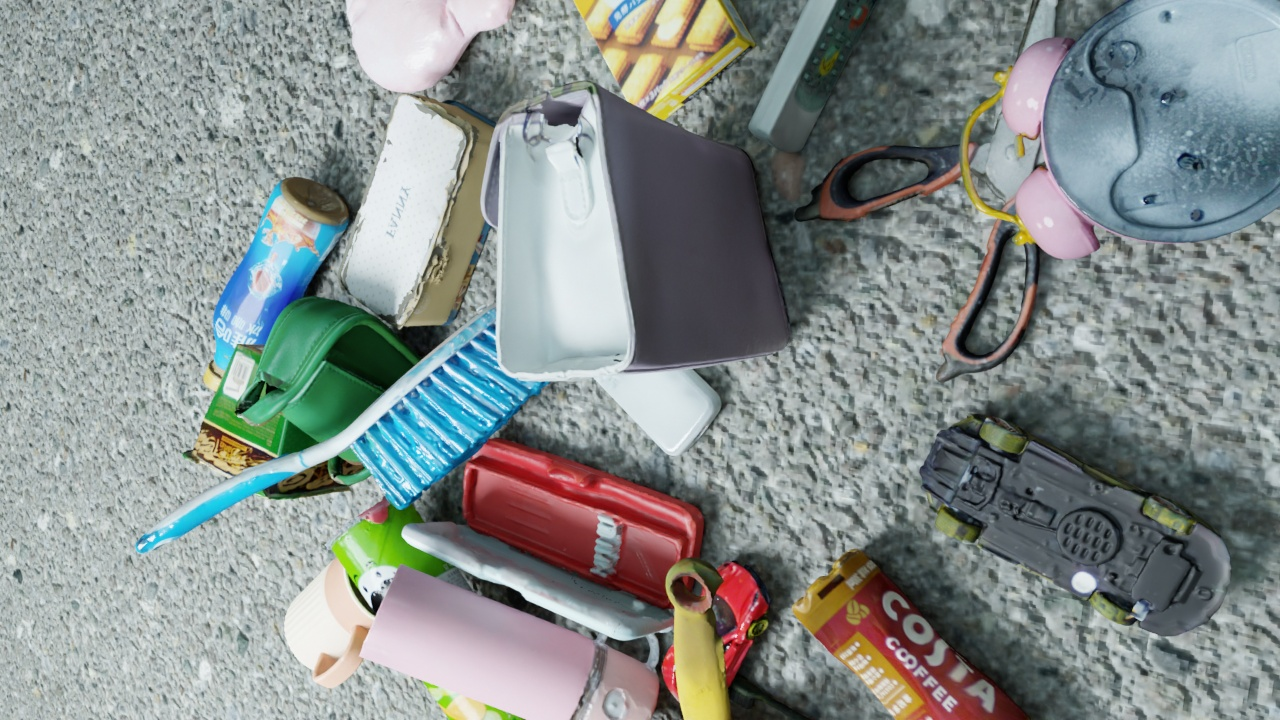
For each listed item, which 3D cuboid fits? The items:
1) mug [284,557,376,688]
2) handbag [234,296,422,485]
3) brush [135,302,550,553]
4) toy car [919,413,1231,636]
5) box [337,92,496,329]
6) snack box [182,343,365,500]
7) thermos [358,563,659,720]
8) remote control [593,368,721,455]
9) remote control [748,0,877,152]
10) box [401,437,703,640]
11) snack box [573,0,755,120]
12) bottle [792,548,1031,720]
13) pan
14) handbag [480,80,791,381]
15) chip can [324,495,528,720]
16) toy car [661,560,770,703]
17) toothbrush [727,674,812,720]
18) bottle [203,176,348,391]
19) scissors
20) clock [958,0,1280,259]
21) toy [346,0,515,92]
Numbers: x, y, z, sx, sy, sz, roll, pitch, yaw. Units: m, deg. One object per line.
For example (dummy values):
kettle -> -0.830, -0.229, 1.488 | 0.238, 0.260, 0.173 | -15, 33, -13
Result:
mug -> -0.234, 0.212, 0.749 | 0.081, 0.114, 0.106 | 35, 122, -23
handbag -> -0.233, 0.022, 0.710 | 0.068, 0.131, 0.120 | 21, 69, 34
brush -> -0.202, 0.067, 0.655 | 0.314, 0.060, 0.109 | -41, 90, -4
toy car -> 0.227, 0.086, 0.492 | 0.158, 0.042, 0.070 | 30, 109, 27
box -> -0.164, -0.119, 0.708 | 0.090, 0.061, 0.184 | 35, 109, 24
snack box -> -0.294, 0.044, 0.769 | 0.118, 0.117, 0.105 | 17, 98, 28
thermos -> -0.083, 0.197, 0.631 | 0.198, 0.067, 0.087 | 22, 77, -6
remote control -> -0.004, 0.004, 0.640 | 0.136, 0.020, 0.056 | 45, 115, 20
remote control -> 0.108, -0.188, 0.537 | 0.019, 0.056, 0.135 | 34, 109, 24
box -> -0.066, 0.125, 0.641 | 0.202, 0.101, 0.095 | 15, 102, 29
snack box -> 0.006, -0.240, 0.610 | 0.087, 0.033, 0.140 | -33, 75, 29
bottle -> 0.168, 0.190, 0.528 | 0.175, 0.057, 0.058 | 45, 114, 21
pan -> 0.042, 0.255, 0.545 | 0.198, 0.078, 0.358 | 8, 113, 22
handbag -> 0.003, -0.065, 0.528 | 0.099, 0.196, 0.145 | -1, 93, 31
chip can -> -0.140, 0.212, 0.689 | 0.072, 0.072, 0.236 | -41, 83, 27
toy car -> 0.049, 0.183, 0.609 | 0.049, 0.031, 0.106 | 42, 113, 43
toothbrush -> 0.134, 0.251, 0.580 | 0.186, 0.012, 0.017 | 23, 111, 28
bottle -> -0.332, -0.059, 0.811 | 0.065, 0.065, 0.219 | 48, 116, 20
scissors -> 0.196, -0.096, 0.512 | 0.223, 0.015, 0.189 | -23, 83, 28
clock -> 0.240, -0.112, 0.450 | 0.159, 0.059, 0.117 | -9, 91, 22
toy -> -0.160, -0.273, 0.695 | 0.160, 0.054, 0.121 | -8, 97, 32
